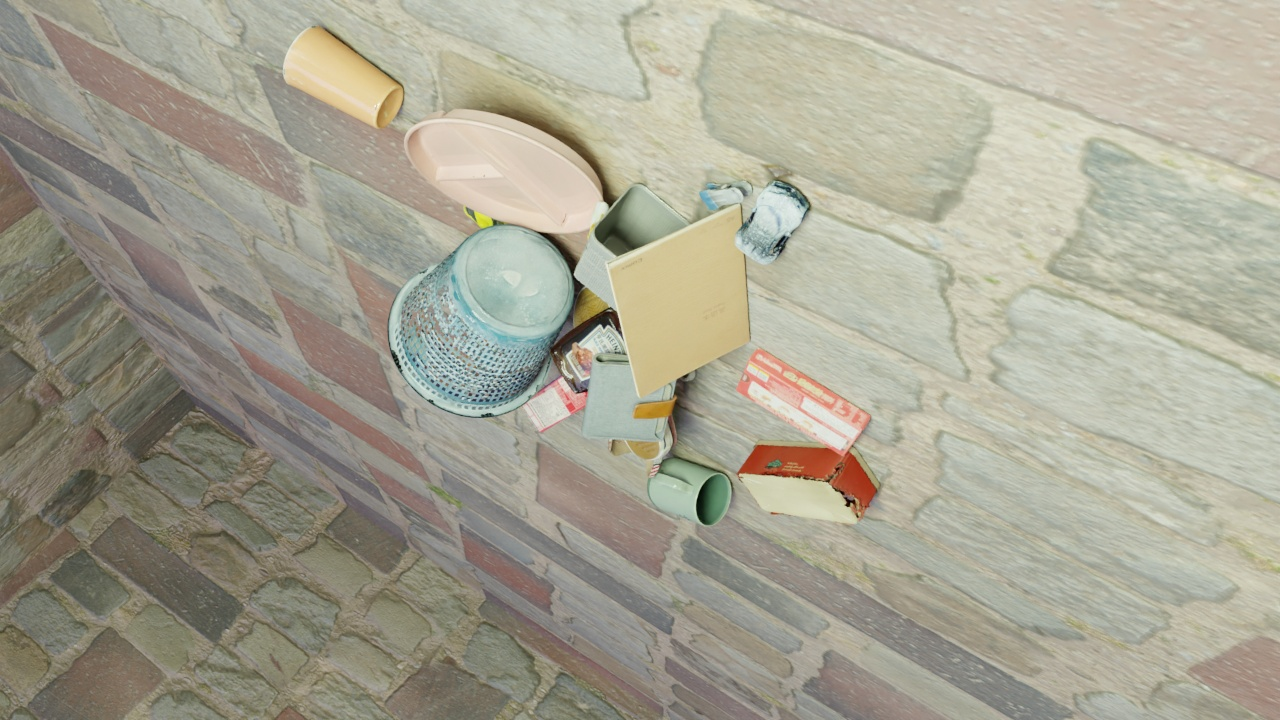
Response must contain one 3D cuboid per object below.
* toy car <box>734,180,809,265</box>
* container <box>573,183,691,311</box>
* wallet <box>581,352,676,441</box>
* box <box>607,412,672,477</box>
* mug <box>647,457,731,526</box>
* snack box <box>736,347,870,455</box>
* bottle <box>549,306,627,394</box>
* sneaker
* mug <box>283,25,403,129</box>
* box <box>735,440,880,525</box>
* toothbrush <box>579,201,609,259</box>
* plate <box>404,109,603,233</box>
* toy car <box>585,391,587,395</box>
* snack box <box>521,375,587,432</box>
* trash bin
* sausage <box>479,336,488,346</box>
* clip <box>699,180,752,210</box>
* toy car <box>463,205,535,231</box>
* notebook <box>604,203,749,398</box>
[{"bbox_3d":[0.124,-0.130,0.885,0.049,0.031,0.106,34,150,3],"label":"toy car"},{"bbox_3d":[-0.011,-0.115,1.005,0.090,0.090,0.114,39,155,-2],"label":"container"},{"bbox_3d":[-0.012,0.049,1.090,0.106,0.036,0.130,5,134,-7],"label":"wallet"},{"bbox_3d":[0.006,0.101,1.299,0.087,0.075,0.163,57,149,35],"label":"box"},{"bbox_3d":[0.061,0.189,1.363,0.106,0.082,0.111,15,170,43],"label":"mug"},{"bbox_3d":[0.189,0.050,1.082,0.153,0.025,0.075,32,153,11],"label":"snack box"},{"bbox_3d":[-0.013,-0.031,1.082,0.195,0.044,0.080,-29,94,25],"label":"bottle"},{"bbox_3d":[-0.007,0.007,1.187,0.119,0.087,0.241,-16,101,43],"label":"sneaker"},{"bbox_3d":[-0.349,-0.332,1.093,0.123,0.078,0.078,31,152,1],"label":"mug"},{"bbox_3d":[0.208,0.161,1.170,0.169,0.078,0.091,-3,131,52],"label":"box"},{"bbox_3d":[-0.056,-0.141,1.055,0.016,0.018,0.192,15,165,-6],"label":"toothbrush"},{"bbox_3d":[-0.146,-0.207,1.012,0.229,0.028,0.230,16,163,5],"label":"plate"},{"bbox_3d":[-0.052,0.032,1.154,0.106,0.031,0.049,54,133,6],"label":"toy car"},{"bbox_3d":[-0.097,0.043,1.318,0.058,0.057,0.208,56,141,-2],"label":"snack box"},{"bbox_3d":[-0.183,-0.063,1.150,0.226,0.225,0.196,41,147,-7],"label":"trash bin"},{"bbox_3d":[-0.233,-0.059,1.414,0.021,0.021,0.165,36,152,4],"label":"sausage"},{"bbox_3d":[0.084,-0.164,0.897,0.058,0.035,0.025,2,134,54],"label":"clip"},{"bbox_3d":[-0.180,-0.180,1.162,0.105,0.032,0.048,23,148,23],"label":"toy car"},{"bbox_3d":[0.047,-0.058,0.974,0.012,0.149,0.212,55,166,38],"label":"notebook"}]
